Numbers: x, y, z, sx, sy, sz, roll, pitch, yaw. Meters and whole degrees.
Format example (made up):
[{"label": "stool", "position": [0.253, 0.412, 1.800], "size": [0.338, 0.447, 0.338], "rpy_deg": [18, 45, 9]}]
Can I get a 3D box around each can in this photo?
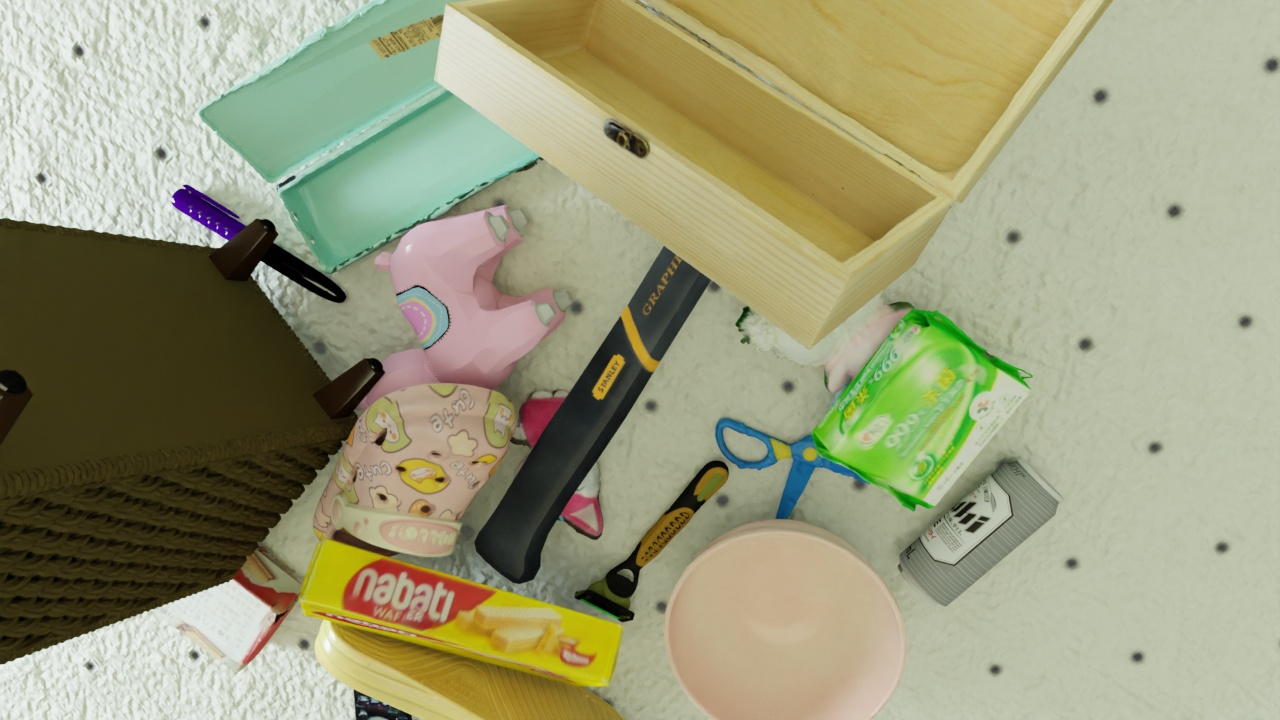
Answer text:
[{"label": "can", "position": [0.218, 0.111, 0.594], "size": [0.044, 0.044, 0.107], "rpy_deg": [42, 105, -4]}]

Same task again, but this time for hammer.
[{"label": "hammer", "position": [-0.003, 0.003, 0.562], "size": [0.139, 0.035, 0.313], "rpy_deg": [35, 98, 21]}]

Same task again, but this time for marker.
[{"label": "marker", "position": [-0.257, -0.078, 0.621], "size": [0.134, 0.015, 0.018], "rpy_deg": [32, 108, -1]}]

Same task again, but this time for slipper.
[{"label": "slipper", "position": [-0.150, 0.090, 0.585], "size": [0.093, 0.081, 0.198], "rpy_deg": [16, 135, -35]}, {"label": "slipper", "position": [-0.112, 0.255, 0.646], "size": [0.263, 0.099, 0.078], "rpy_deg": [27, 107, 4]}]

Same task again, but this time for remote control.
[{"label": "remote control", "position": [-0.193, 0.297, 0.704], "size": [0.045, 0.021, 0.140], "rpy_deg": [4, 106, 14]}]

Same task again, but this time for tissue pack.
[{"label": "tissue pack", "position": [0.174, 0.033, 0.567], "size": [0.099, 0.034, 0.114], "rpy_deg": [28, 105, -23]}]

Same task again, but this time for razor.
[{"label": "razor", "position": [0.013, 0.124, 0.635], "size": [0.044, 0.021, 0.144], "rpy_deg": [33, 108, -20]}]

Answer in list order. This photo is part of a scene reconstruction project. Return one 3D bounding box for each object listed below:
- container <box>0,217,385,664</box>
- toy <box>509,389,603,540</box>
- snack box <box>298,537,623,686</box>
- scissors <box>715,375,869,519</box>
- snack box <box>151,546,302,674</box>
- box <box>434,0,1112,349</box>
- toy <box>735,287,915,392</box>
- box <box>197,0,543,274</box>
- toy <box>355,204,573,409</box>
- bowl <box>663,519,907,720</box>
[{"label": "container", "position": [-0.308, 0.026, 0.483], "size": [0.205, 0.320, 0.176], "rpy_deg": [-42, 81, 12]}, {"label": "toy", "position": [-0.059, 0.073, 0.619], "size": [0.065, 0.050, 0.102], "rpy_deg": [-1, 99, 12]}, {"label": "snack box", "position": [-0.119, 0.170, 0.604], "size": [0.200, 0.092, 0.042], "rpy_deg": [19, 66, -11]}, {"label": "scissors", "position": [0.112, 0.058, 0.611], "size": [0.125, 0.013, 0.127], "rpy_deg": [23, 109, 2]}, {"label": "snack box", "position": [-0.376, 0.114, 0.672], "size": [0.273, 0.044, 0.077], "rpy_deg": [39, 111, -3]}, {"label": "box", "position": [0.064, -0.157, 0.482], "size": [0.247, 0.119, 0.252], "rpy_deg": [39, 81, 17]}, {"label": "toy", "position": [0.123, -0.024, 0.574], "size": [0.109, 0.041, 0.096], "rpy_deg": [40, 103, -9]}, {"label": "box", "position": [-0.158, -0.148, 0.573], "size": [0.187, 0.055, 0.138], "rpy_deg": [-25, 116, 12]}, {"label": "toy", "position": [-0.126, -0.022, 0.593], "size": [0.158, 0.067, 0.123], "rpy_deg": [-28, 98, 17]}, {"label": "bowl", "position": [0.094, 0.167, 0.607], "size": [0.153, 0.076, 0.153], "rpy_deg": [2, 104, 8]}]
